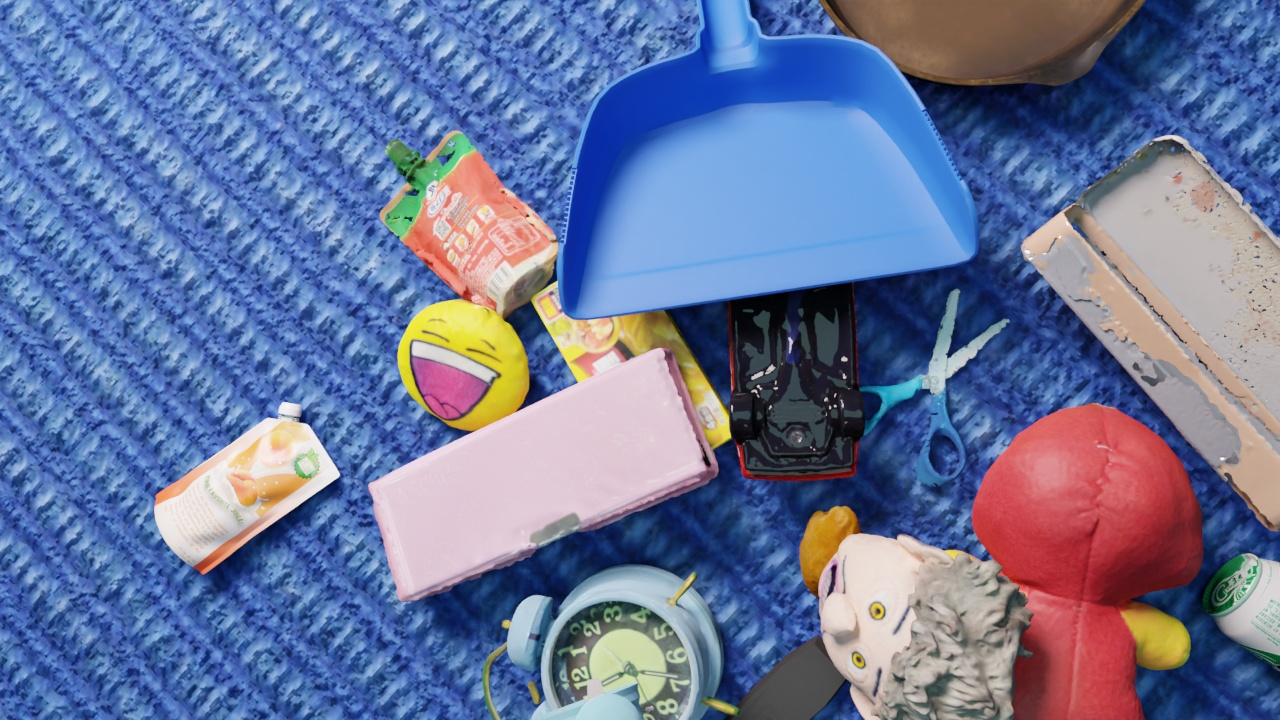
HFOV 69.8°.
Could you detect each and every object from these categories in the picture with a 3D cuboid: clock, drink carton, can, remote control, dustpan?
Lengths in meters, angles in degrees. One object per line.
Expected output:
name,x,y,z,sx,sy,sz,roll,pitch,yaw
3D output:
clock,-0.038,0.203,0.500,0.087,0.123,0.042,-23,74,11
drink carton,-0.280,0.089,0.656,0.122,0.039,0.069,-35,82,-1
can,0.385,0.159,0.529,0.101,0.053,0.053,35,92,9
remote control,0.081,0.232,0.595,0.125,0.010,0.039,-45,81,5
clock,-0.024,0.199,0.591,0.162,0.060,0.118,-21,85,11
dustpan,0.062,-0.164,0.587,0.246,0.059,0.257,-8,60,6

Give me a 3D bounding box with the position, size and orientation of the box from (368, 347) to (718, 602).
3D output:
box,-0.067,0.077,0.603,0.233,0.046,0.098,-27,72,16

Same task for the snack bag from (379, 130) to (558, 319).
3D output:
snack bag,-0.128,-0.101,0.641,0.155,0.044,0.087,45,100,14

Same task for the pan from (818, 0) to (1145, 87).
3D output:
pan,0.275,-0.308,0.584,0.356,0.043,0.248,-24,83,7

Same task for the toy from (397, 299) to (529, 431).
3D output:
toy,-0.120,0.004,0.622,0.095,0.041,0.094,22,114,10

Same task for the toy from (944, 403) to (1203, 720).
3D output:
toy,0.252,0.132,0.535,0.147,0.098,0.216,10,93,2

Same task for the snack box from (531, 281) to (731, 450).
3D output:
snack box,-0.004,0.004,0.617,0.075,0.025,0.152,-32,82,7

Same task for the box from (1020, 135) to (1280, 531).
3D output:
box,0.324,-0.013,0.532,0.107,0.095,0.216,-32,79,-30

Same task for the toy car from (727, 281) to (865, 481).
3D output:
toy car,0.097,-0.019,0.584,0.082,0.056,0.189,-3,78,10

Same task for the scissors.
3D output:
scissors,0.198,0.021,0.592,0.133,0.015,0.103,-41,77,0

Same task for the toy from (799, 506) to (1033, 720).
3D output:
toy,0.143,0.147,0.525,0.076,0.176,0.133,6,110,-33
